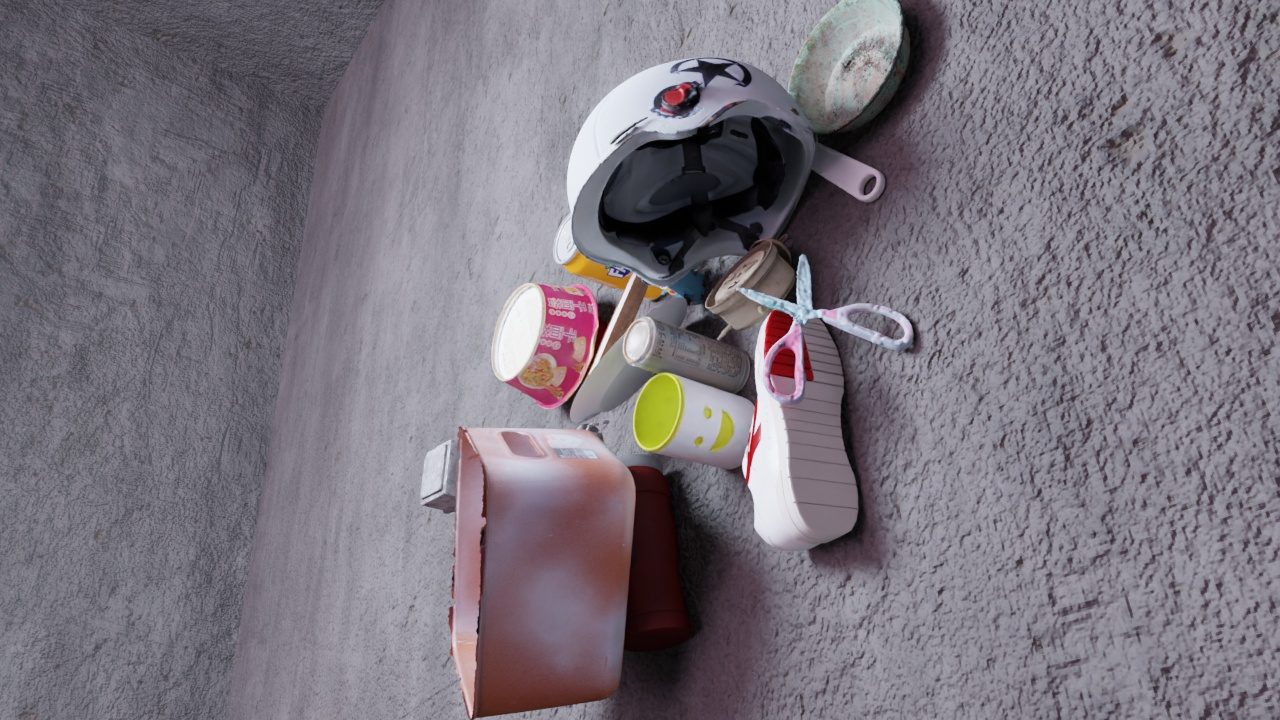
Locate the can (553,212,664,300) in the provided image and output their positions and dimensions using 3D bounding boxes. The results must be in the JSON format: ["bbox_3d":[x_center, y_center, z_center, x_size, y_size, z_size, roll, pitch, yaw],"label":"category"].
[{"bbox_3d":[-0.031,-0.131,1.146,0.079,0.142,0.079,-31,50,47],"label":"can"}]

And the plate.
[{"bbox_3d":[-0.006,0.006,1.046,0.016,0.188,0.189,43,117,14],"label":"plate"}]

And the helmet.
[{"bbox_3d":[0.037,-0.211,0.949,0.237,0.263,0.163,91,160,-56],"label":"helmet"}]

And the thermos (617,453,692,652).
[{"bbox_3d":[-0.003,0.199,0.984,0.084,0.108,0.198,-17,56,10],"label":"thermos"}]

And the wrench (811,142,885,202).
[{"bbox_3d":[0.178,-0.228,0.994,0.066,0.018,0.273,-62,35,16],"label":"wrench"}]

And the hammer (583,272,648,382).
[{"bbox_3d":[-0.003,-0.094,1.088,0.033,0.115,0.323,25,91,53],"label":"hammer"}]

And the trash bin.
[{"bbox_3d":[-0.104,0.208,0.933,0.181,0.157,0.260,-147,60,-68],"label":"trash bin"}]

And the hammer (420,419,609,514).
[{"bbox_3d":[-0.128,0.130,1.142,0.327,0.176,0.079,-28,52,47],"label":"hammer"}]

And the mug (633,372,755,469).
[{"bbox_3d":[0.058,0.064,0.952,0.083,0.106,0.082,-30,52,47],"label":"mug"}]

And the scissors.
[{"bbox_3d":[0.167,-0.032,0.834,0.173,0.014,0.170,-2,53,13],"label":"scissors"}]

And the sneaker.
[{"bbox_3d":[0.133,0.066,0.869,0.105,0.090,0.236,-43,44,51],"label":"sneaker"}]

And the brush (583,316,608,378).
[{"bbox_3d":[-0.101,-0.041,1.307,0.082,0.041,0.173,-64,33,13],"label":"brush"}]

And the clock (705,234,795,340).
[{"bbox_3d":[0.125,-0.084,0.945,0.093,0.054,0.140,-33,18,52],"label":"clock"}]

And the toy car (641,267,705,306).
[{"bbox_3d":[0.031,-0.101,1.068,0.028,0.107,0.060,-11,60,42],"label":"toy car"}]

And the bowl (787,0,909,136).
[{"bbox_3d":[0.219,-0.298,0.942,0.158,0.038,0.157,-31,51,47],"label":"bowl"}]

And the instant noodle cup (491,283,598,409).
[{"bbox_3d":[-0.138,-0.029,1.242,0.179,0.077,0.178,-32,50,47],"label":"instant noodle cup"}]

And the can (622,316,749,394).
[{"bbox_3d":[0.049,-0.004,0.970,0.054,0.135,0.054,-28,53,46],"label":"can"}]
